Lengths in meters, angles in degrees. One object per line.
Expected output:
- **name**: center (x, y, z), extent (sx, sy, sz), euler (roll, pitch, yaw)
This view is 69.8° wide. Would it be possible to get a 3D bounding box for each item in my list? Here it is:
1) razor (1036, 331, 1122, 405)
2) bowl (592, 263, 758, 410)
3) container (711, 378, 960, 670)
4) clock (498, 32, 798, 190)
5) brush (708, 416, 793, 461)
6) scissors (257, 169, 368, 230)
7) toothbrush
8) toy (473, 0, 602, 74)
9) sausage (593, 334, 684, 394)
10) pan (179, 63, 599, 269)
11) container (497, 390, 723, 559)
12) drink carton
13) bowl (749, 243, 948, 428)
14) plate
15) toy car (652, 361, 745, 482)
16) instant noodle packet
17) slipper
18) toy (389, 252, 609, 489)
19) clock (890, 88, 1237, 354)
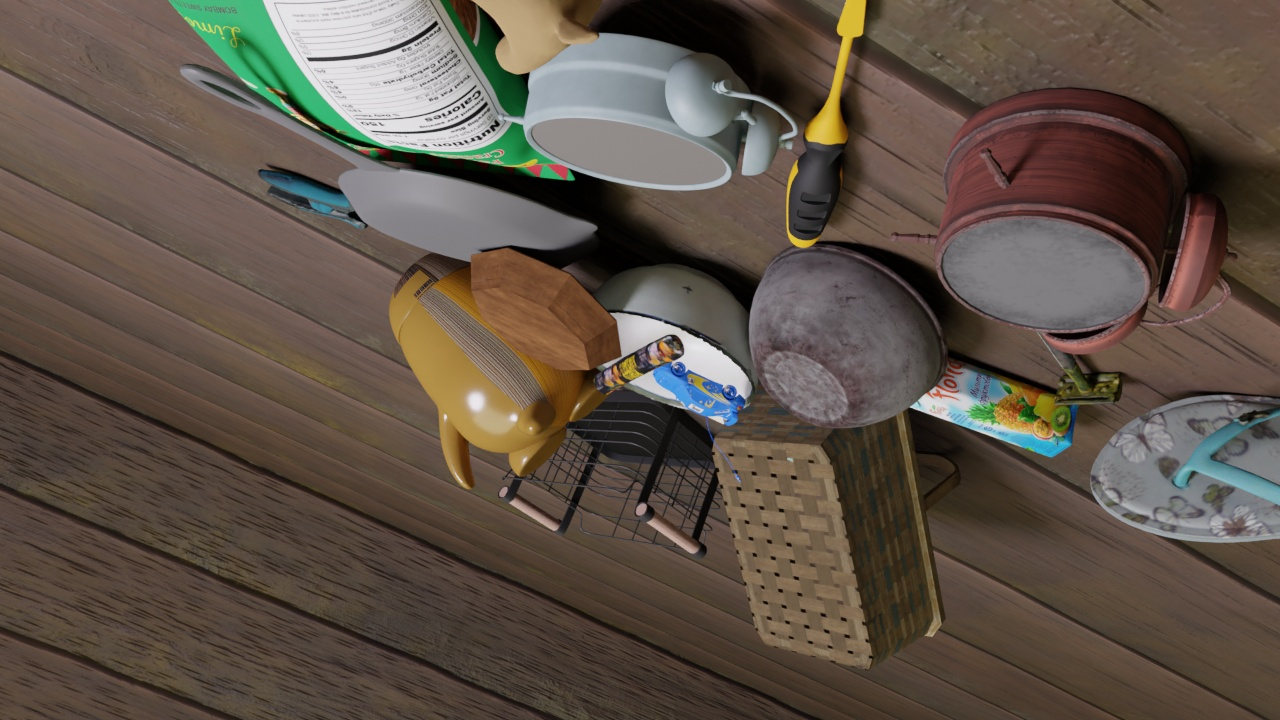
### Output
- **razor**: center (0.279, -0.007, 0.610), extent (0.043, 0.026, 0.106), euler (-4, 142, 50)
- **bowl**: center (0.028, -0.024, 0.731), extent (0.153, 0.072, 0.154), euler (19, 156, 9)
- **container**: center (0.181, 0.123, 0.810), extent (0.158, 0.185, 0.250), euler (0, 112, 43)
- **clock**: center (0.008, -0.131, 0.499), extent (0.159, 0.045, 0.122), euler (9, 176, 33)
- **brush**: center (0.081, 0.058, 0.943), extent (0.217, 0.012, 0.033), euler (26, 157, -4)
- **scissors**: center (-0.275, -0.142, 0.818), extent (0.130, 0.019, 0.137), euler (-5, 147, 46)
- **toothbrush**: center (0.102, -0.123, 0.505), extent (0.031, 0.030, 0.197), euler (5, 153, 4)
- **toy**: center (-0.026, -0.182, 0.405), extent (0.106, 0.108, 0.134), euler (26, 164, 39)
- **sausage**: center (-0.004, 0.004, 0.702), extent (0.020, 0.020, 0.156), euler (30, 156, -16)
- **pan**: center (-0.156, -0.109, 0.627), extent (0.217, 0.024, 0.354), euler (8, 172, 29)
- **container**: center (-0.028, 0.131, 1.048), extent (0.242, 0.130, 0.163), euler (-2, 147, 44)
- **drink carton**: center (0.255, 0.031, 0.683), extent (0.129, 0.044, 0.039), euler (20, 156, 4)
- **bowl**: center (0.131, -0.004, 0.639), extent (0.145, 0.067, 0.145), euler (30, 150, 19)
- **plate**: center (-0.076, -0.032, 0.688), extent (0.131, 0.025, 0.131), euler (25, 156, 12)
- **toy car**: center (0.044, 0.045, 0.694), extent (0.092, 0.061, 0.033), euler (24, 158, -5)
- **instant noodle packet**: center (-0.168, -0.187, 0.526), extent (0.196, 0.090, 0.253), euler (11, 159, 23)
- **slipper**: center (0.417, 0.059, 0.545), extent (0.269, 0.098, 0.055), euler (-1, 150, 27)
- **toy**: center (-0.138, -0.009, 0.829), extent (0.203, 0.198, 0.162), euler (44, -178, 11)
- **clock**: center (0.223, -0.063, 0.469), extent (0.157, 0.072, 0.121), euler (25, 157, -4)
